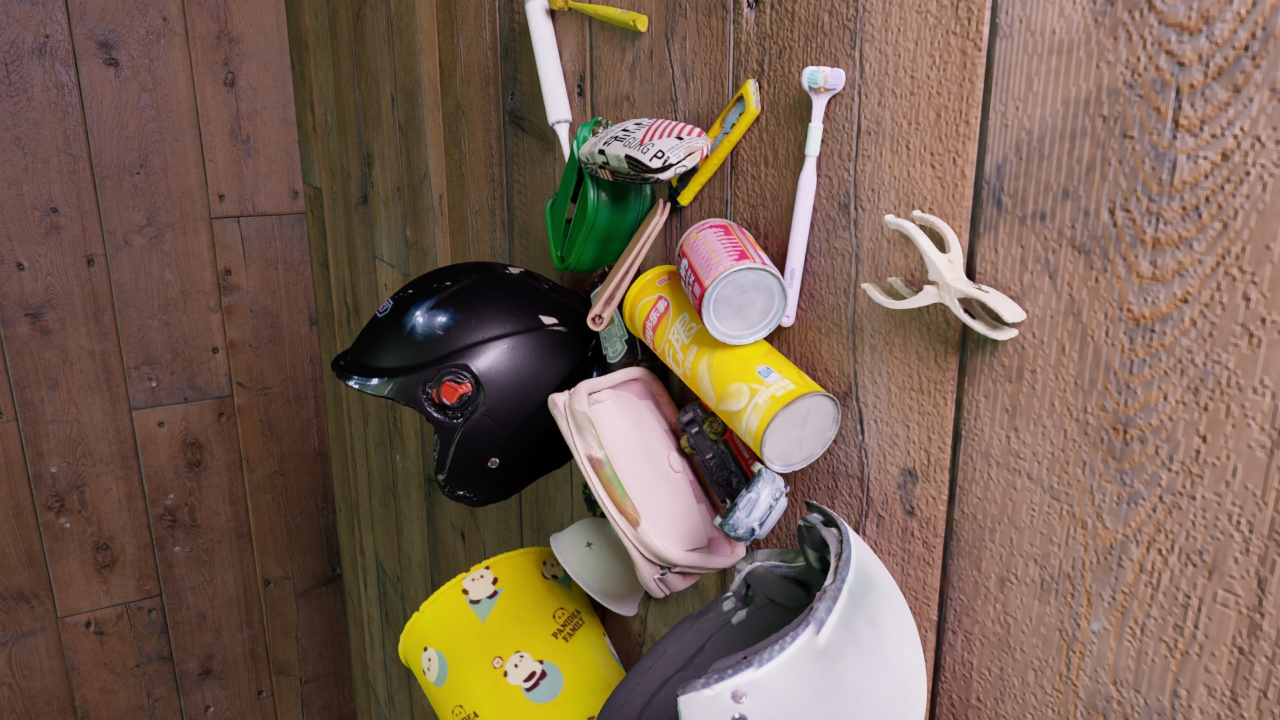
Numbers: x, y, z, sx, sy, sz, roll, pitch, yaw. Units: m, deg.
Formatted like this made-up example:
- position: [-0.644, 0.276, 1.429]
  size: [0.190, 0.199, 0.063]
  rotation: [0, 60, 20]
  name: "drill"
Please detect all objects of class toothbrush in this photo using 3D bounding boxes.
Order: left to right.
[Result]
- position: [-0.091, -0.282, 0.982]
  size: [0.026, 0.026, 0.221]
  rotation: [-16, 84, 40]
  name: "toothbrush"
- position: [-0.045, -0.338, 0.889]
  size: [0.190, 0.016, 0.016]
  rotation: [41, 132, 51]
  name: "toothbrush"
- position: [0.117, -0.111, 0.654]
  size: [0.021, 0.029, 0.189]
  rotation: [-64, -19, -62]
  name: "toothbrush"

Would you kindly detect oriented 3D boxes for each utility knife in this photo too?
- position: [0.057, -0.174, 0.749]
  size: [0.157, 0.015, 0.033]
  rotation: [-47, 60, 56]
  name: "utility knife"

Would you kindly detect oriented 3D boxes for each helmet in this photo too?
- position: [-0.169, 0.006, 0.964]
  size: [0.230, 0.274, 0.233]
  rotation: [-64, 22, 5]
  name: "helmet"
- position: [0.090, 0.238, 0.627]
  size: [0.157, 0.229, 0.275]
  rotation: [42, 132, 5]
  name: "helmet"

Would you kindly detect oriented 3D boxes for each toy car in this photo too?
- position: [-0.029, 0.125, 0.980]
  size: [0.048, 0.032, 0.105]
  rotation: [56, 132, 39]
  name: "toy car"
- position: [0.076, 0.084, 0.755]
  size: [0.120, 0.045, 0.053]
  rotation: [62, 149, 7]
  name: "toy car"
- position: [0.082, 0.105, 0.659]
  size: [0.037, 0.054, 0.120]
  rotation: [35, 177, 9]
  name: "toy car"

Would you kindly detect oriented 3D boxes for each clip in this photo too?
- position: [0.175, -0.040, 0.553]
  size: [0.102, 0.035, 0.095]
  rotation: [61, 143, 19]
  name: "clip"

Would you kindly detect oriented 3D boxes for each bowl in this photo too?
- position: [-0.028, 0.198, 0.948]
  size: [0.065, 0.118, 0.118]
  rotation: [-49, 43, 5]
  name: "bowl"

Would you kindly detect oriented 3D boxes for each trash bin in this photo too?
- position: [-0.115, 0.379, 1.025]
  size: [0.255, 0.229, 0.230]
  rotation: [52, 141, 34]
  name: "trash bin"

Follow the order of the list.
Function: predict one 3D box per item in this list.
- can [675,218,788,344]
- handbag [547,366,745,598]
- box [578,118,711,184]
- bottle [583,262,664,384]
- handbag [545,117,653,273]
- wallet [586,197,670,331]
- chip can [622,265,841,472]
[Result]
- position: [0.066, -0.062, 0.693]
  size: [0.093, 0.066, 0.067]
  rotation: [-111, 26, -56]
  name: "can"
- position: [-0.008, 0.092, 0.729]
  size: [0.193, 0.093, 0.234]
  rotation: [62, -172, 16]
  name: "handbag"
- position: [-0.001, -0.179, 0.769]
  size: [0.164, 0.068, 0.052]
  rotation: [24, 131, 58]
  name: "box"
- position: [-0.005, 0.005, 0.888]
  size: [0.080, 0.044, 0.194]
  rotation: [-34, 68, 60]
  name: "bottle"
- position: [-0.045, -0.156, 0.899]
  size: [0.132, 0.068, 0.120]
  rotation: [120, 141, -51]
  name: "handbag"
- position: [-0.008, -0.087, 0.801]
  size: [0.115, 0.020, 0.101]
  rotation: [-58, 7, 16]
  name: "wallet"
- position: [0.064, 0.001, 0.726]
  size: [0.213, 0.072, 0.072]
  rotation: [47, 137, 47]
  name: "chip can"
